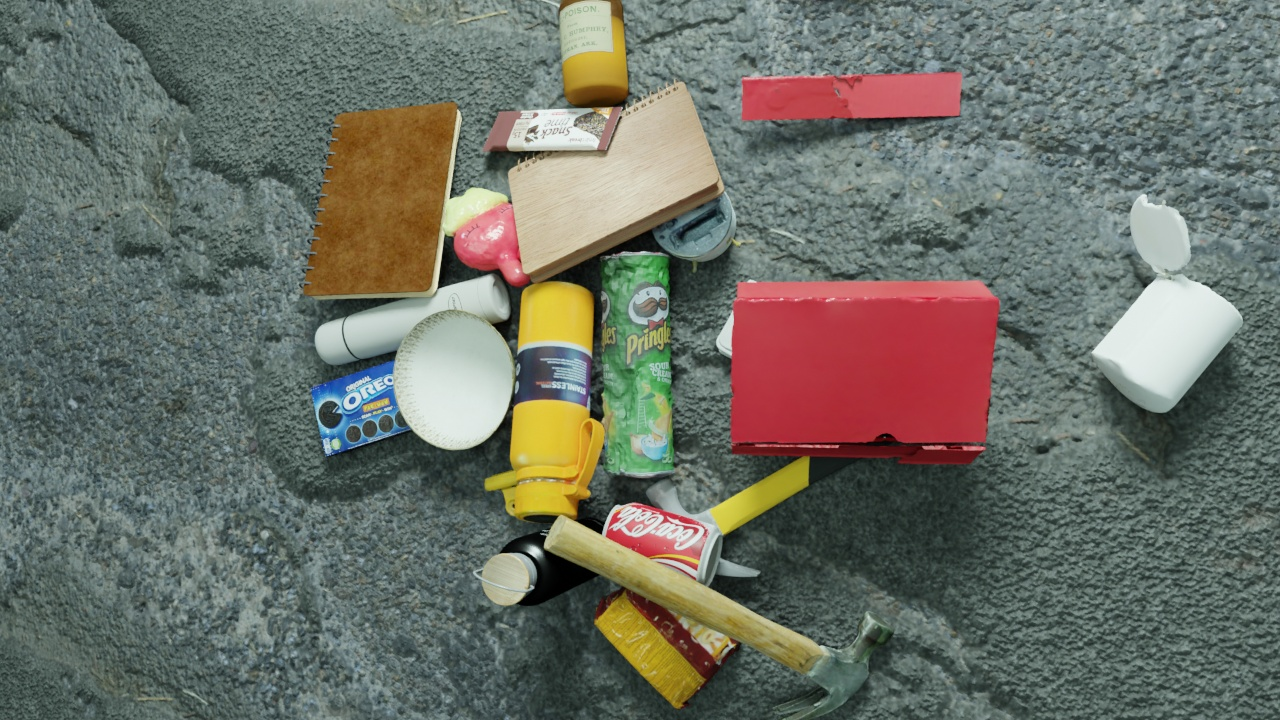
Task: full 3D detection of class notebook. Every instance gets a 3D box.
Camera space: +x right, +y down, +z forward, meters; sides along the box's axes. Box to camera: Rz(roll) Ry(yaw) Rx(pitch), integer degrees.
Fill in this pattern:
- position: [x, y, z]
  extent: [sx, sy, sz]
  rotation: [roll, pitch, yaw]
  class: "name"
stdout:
- position: [-0.288, -0.176, 1.018]
  extent: [0.168, 0.024, 0.225]
  rotation: [-1, 73, 17]
  class: "notebook"
- position: [-0.033, -0.185, 0.928]
  extent: [0.211, 0.022, 0.169]
  rotation: [-24, 52, 14]
  class: "notebook"

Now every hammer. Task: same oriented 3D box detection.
- position: [0.169, 0.101, 0.885]
  extent: [0.324, 0.029, 0.127]
  rotation: [-32, 78, 12]
  class: "hammer"
- position: [0.063, 0.226, 0.826]
  extent: [0.330, 0.033, 0.132]
  rotation: [29, 100, -14]
  class: "hammer"

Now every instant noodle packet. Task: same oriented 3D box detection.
- position: [0.025, 0.266, 0.912]
  extent: [0.135, 0.039, 0.098]
  rotation: [43, 98, 13]
  class: "instant noodle packet"

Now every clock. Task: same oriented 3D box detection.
- position: [0.049, -0.152, 0.920]
  extent: [0.083, 0.057, 0.117]
  rotation: [-29, 79, 14]
  class: "clock"

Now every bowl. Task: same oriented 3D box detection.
- position: [-0.184, 0.018, 0.968]
  extent: [0.145, 0.063, 0.145]
  rotation: [1, 94, 20]
  class: "bowl"

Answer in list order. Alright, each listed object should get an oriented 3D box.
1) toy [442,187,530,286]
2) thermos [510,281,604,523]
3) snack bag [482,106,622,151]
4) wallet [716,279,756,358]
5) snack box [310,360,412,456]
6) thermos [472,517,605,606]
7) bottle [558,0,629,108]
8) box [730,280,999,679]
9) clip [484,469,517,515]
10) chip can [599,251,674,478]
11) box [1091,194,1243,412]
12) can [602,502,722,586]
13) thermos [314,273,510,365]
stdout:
- position: [-0.153, -0.131, 0.974]
  extent: [0.091, 0.045, 0.135]
  rotation: [-34, 70, -21]
  class: "toy"
- position: [-0.083, 0.039, 0.901]
  extent: [0.092, 0.076, 0.232]
  rotation: [-30, 53, 55]
  class: "thermos"
- position: [-0.096, -0.244, 0.970]
  extent: [0.158, 0.013, 0.057]
  rotation: [7, 67, 29]
  class: "snack bag"
- position: [0.138, -0.022, 0.898]
  extent: [0.116, 0.032, 0.086]
  rotation: [23, 91, 17]
  class: "wallet"
- position: [-0.294, 0.048, 1.028]
  extent: [0.150, 0.027, 0.082]
  rotation: [-18, 83, 14]
  class: "snack box"
- position: [-0.085, 0.188, 0.849]
  extent: [0.061, 0.231, 0.061]
  rotation: [-1, 86, 17]
  class: "thermos"
- position: [-0.051, -0.349, 0.957]
  extent: [0.068, 0.067, 0.157]
  rotation: [-6, 85, 16]
  class: "bottle"
- position: [0.195, 0.131, 0.896]
  extent: [0.215, 0.140, 0.512]
  rotation: [0, 129, 7]
  class: "box"
- position: [-0.136, 0.139, 0.974]
  extent: [0.054, 0.044, 0.049]
  rotation: [-15, 57, 14]
  class: "clip"
- position: [-0.004, 0.006, 0.918]
  extent: [0.075, 0.075, 0.223]
  rotation: [-2, 87, 17]
  class: "chip can"
- position: [0.430, -0.046, 0.770]
  extent: [0.143, 0.083, 0.137]
  rotation: [38, 97, -9]
  class: "box"
- position: [0.020, 0.176, 0.874]
  extent: [0.105, 0.064, 0.064]
  rotation: [13, 90, 19]
  class: "can"
- position: [-0.253, -0.042, 1.008]
  extent: [0.224, 0.052, 0.052]
  rotation: [-14, 83, 16]
  class: "thermos"
